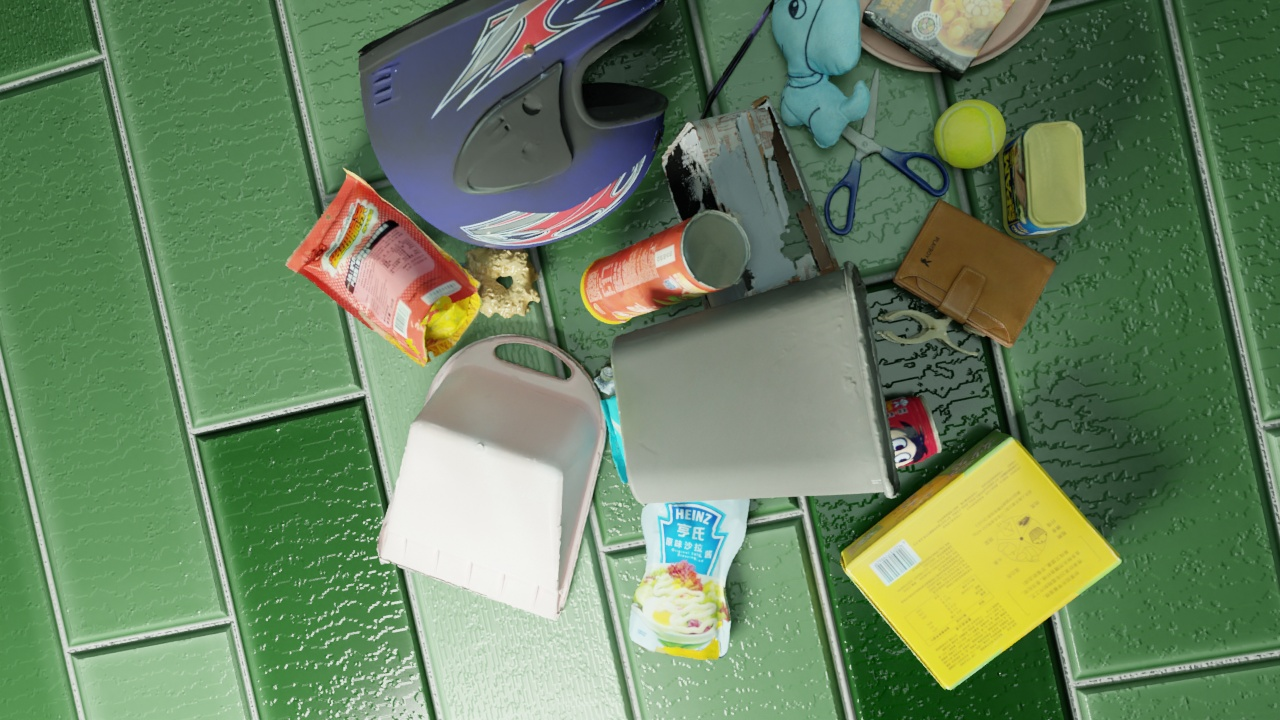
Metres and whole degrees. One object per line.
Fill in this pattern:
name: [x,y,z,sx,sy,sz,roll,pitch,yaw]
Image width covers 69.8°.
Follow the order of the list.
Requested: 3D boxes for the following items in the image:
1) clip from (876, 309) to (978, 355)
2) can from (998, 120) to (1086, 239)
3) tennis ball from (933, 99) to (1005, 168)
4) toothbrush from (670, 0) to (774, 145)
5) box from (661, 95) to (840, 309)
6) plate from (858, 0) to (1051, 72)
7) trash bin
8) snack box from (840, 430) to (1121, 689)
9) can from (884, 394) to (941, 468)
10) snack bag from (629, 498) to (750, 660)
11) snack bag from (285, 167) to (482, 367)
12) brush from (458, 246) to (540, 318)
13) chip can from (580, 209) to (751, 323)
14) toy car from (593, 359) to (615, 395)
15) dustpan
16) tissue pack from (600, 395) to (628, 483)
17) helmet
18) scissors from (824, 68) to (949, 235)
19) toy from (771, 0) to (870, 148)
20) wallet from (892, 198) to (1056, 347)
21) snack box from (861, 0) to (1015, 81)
clip: [0.290,-0.033,0.918,0.100,0.034,0.070,5,92,4]
can: [0.382,-0.171,0.872,0.057,0.083,0.102,-5,92,8]
tennis ball: [0.319,-0.219,0.889,0.065,0.065,0.065,0,92,8]
toothbrush: [0.084,-0.291,0.948,0.017,0.014,0.189,35,97,18]
box: [0.125,-0.153,0.886,0.148,0.146,0.181,-17,90,-14]
plate: [0.294,-0.397,0.904,0.229,0.028,0.229,0,92,7]
trash bin: [0.106,0.035,0.820,0.220,0.199,0.198,-10,82,17]
snack box: [0.328,0.194,0.903,0.210,0.070,0.157,-41,86,8]
can: [0.243,0.076,0.912,0.094,0.066,0.066,-18,90,8]
snack bag: [0.050,0.213,0.963,0.110,0.038,0.191,8,93,17]
snack bag: [-0.268,-0.095,0.957,0.208,0.073,0.129,37,100,17]
brush: [-0.227,-0.099,0.994,0.255,0.045,0.083,9,98,12]
chip can: [0.016,-0.084,0.865,0.073,0.217,0.073,3,83,-26]
toy car: [-0.006,0.006,0.959,0.091,0.043,0.034,-27,94,8]
dustpan: [-0.148,0.120,1.003,0.222,0.138,0.274,20,123,6]
tissue pack: [0.030,0.066,0.952,0.133,0.050,0.093,-18,90,9]
helmet: [-0.093,-0.240,0.865,0.315,0.247,0.240,-26,116,5]
scissors: [0.234,-0.206,0.929,0.162,0.012,0.175,18,94,10]
toy: [0.175,-0.304,0.900,0.161,0.049,0.157,46,127,34]
wallet: [0.325,-0.085,0.899,0.132,0.031,0.107,31,76,7]
snack box: [0.293,-0.351,0.871,0.113,0.053,0.126,34,102,5]
